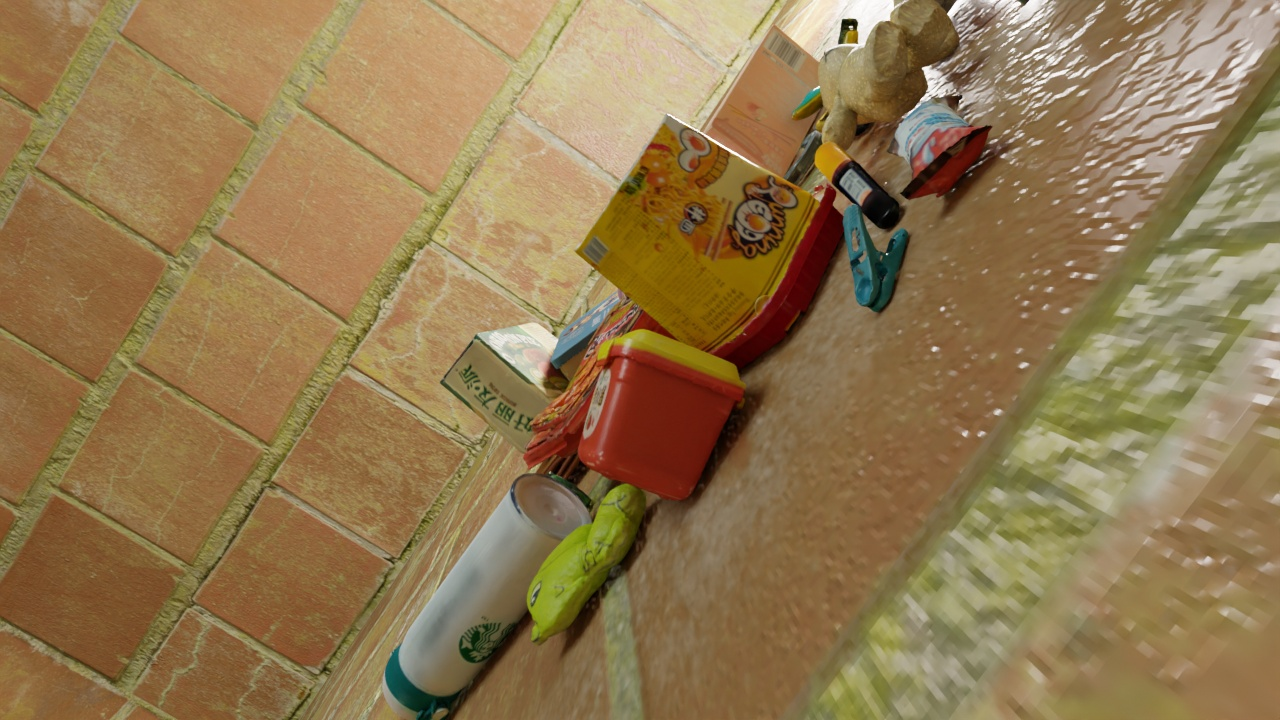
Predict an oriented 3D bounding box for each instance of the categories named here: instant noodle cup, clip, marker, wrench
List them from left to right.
[{"bbox_3d":[-0.004,0.004,0.666,0.188,0.079,0.165,-58,8,-22],"label":"instant noodle cup"},{"bbox_3d":[0.038,-0.071,0.553,0.116,0.123,0.116,-60,8,-29],"label":"instant noodle cup"},{"bbox_3d":[0.084,-0.114,0.842,0.274,0.016,0.056,-46,13,53],"label":"wrench"},{"bbox_3d":[0.119,-0.098,0.507,0.018,0.015,0.123,-56,19,21],"label":"marker"},{"bbox_3d":[0.105,-0.045,0.413,0.013,0.034,0.055,133,152,-52],"label":"clip"}]

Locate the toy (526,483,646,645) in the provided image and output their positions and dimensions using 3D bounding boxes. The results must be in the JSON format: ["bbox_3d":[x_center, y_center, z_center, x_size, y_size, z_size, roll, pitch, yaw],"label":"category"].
[{"bbox_3d":[-0.033,0.119,0.548,0.100,0.031,0.096,-45,13,36],"label":"toy"}]

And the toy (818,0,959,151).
[{"bbox_3d":[0.142,-0.175,0.554,0.105,0.066,0.157,-50,2,5],"label":"toy"}]

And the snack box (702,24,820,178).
[{"bbox_3d":[0.124,-0.241,0.870,0.157,0.084,0.026,-60,12,-28],"label":"snack box"}]

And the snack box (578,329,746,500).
[{"bbox_3d":[0.008,0.032,0.508,0.091,0.082,0.080,164,126,-80],"label":"snack box"}]

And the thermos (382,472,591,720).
[{"bbox_3d":[-0.123,0.189,0.696,0.225,0.073,0.073,-53,8,22],"label":"thermos"}]

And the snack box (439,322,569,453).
[{"bbox_3d":[-0.112,0.022,0.966,0.063,0.114,0.240,-50,-2,9],"label":"snack box"}]

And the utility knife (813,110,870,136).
[{"bbox_3d":[0.155,-0.191,0.724,0.033,0.015,0.190,-52,8,11],"label":"utility knife"}]

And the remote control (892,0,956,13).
[{"bbox_3d":[0.182,-0.236,0.575,0.056,0.019,0.135,-54,-12,13],"label":"remote control"}]

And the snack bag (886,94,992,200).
[{"bbox_3d":[0.139,-0.103,0.432,0.048,0.026,0.104,-39,15,25],"label":"snack bag"}]

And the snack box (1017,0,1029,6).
[{"bbox_3d":[0.252,-0.296,0.459,0.183,0.046,0.177,-46,12,49],"label":"snack box"}]

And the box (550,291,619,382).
[{"bbox_3d":[-0.038,-0.016,0.940,0.090,0.063,0.184,-37,8,5],"label":"box"}]

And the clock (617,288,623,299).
[{"bbox_3d":[0.025,-0.091,0.856,0.117,0.060,0.158,-67,13,0],"label":"clock"}]

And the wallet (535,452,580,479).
[{"bbox_3d":[-0.073,0.091,0.900,0.108,0.031,0.131,-52,5,24],"label":"wallet"}]

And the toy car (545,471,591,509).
[{"bbox_3d":[-0.074,0.121,0.742,0.036,0.043,0.091,-62,9,-32],"label":"toy car"}]

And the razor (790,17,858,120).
[{"bbox_3d":[0.177,-0.268,0.867,0.132,0.028,0.043,-57,-16,-28],"label":"razor"}]
